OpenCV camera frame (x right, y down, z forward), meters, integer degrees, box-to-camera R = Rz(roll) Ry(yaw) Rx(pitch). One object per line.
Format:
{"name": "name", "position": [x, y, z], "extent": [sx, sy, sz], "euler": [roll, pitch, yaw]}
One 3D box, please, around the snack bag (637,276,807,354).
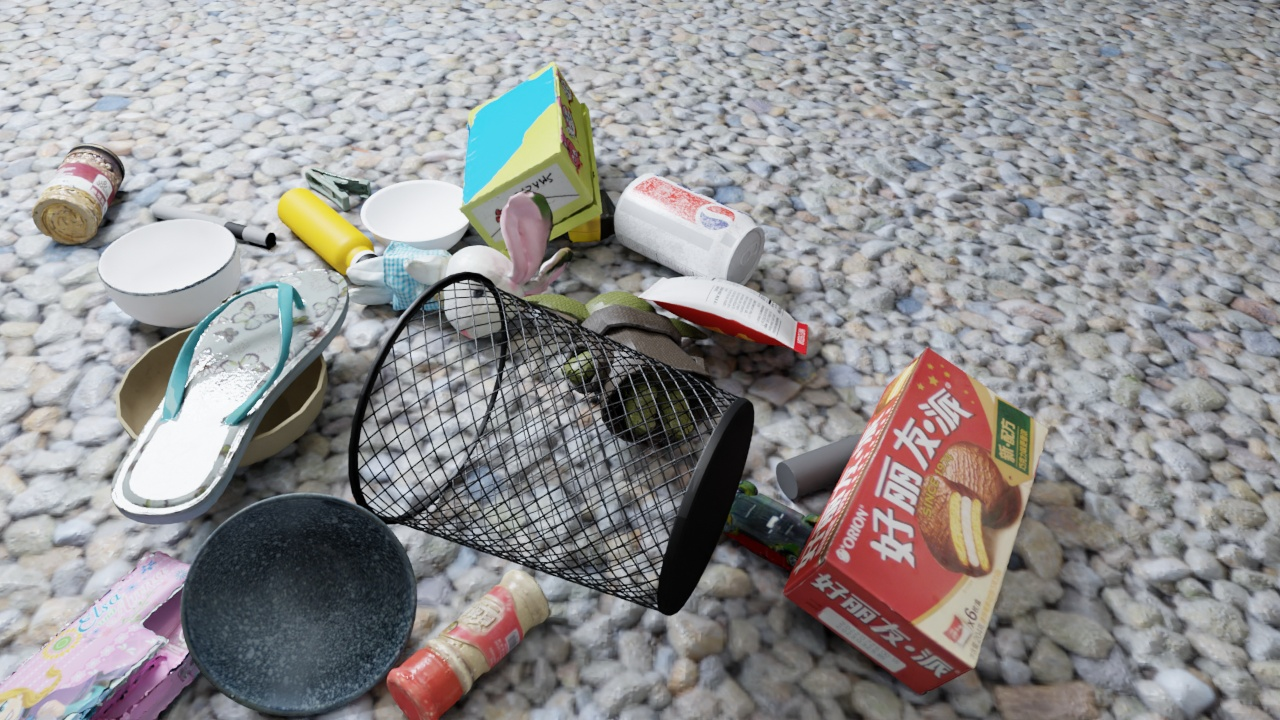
{"name": "snack bag", "position": [0.078, -0.045, 0.803], "extent": [0.144, 0.039, 0.130], "euler": [19, 15, 6]}

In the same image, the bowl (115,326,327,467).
{"name": "bowl", "position": [-0.322, 0.033, 0.721], "extent": [0.152, 0.051, 0.152], "euler": [2, 42, -2]}

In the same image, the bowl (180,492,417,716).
{"name": "bowl", "position": [-0.211, 0.148, 0.583], "extent": [0.137, 0.137, 0.057], "euler": [-8, 4, -12]}

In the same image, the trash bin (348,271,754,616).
{"name": "trash bin", "position": [-0.048, 0.060, 0.608], "extent": [0.210, 0.184, 0.183], "euler": [20, 45, 17]}

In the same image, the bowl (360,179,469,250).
{"name": "bowl", "position": [-0.220, -0.134, 0.919], "extent": [0.110, 0.041, 0.109], "euler": [1, 42, -2]}

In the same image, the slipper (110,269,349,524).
{"name": "slipper", "position": [-0.305, 0.001, 0.680], "extent": [0.098, 0.055, 0.268], "euler": [8, 44, 8]}

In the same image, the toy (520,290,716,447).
{"name": "toy", "position": [-0.005, 0.004, 0.750], "extent": [0.179, 0.078, 0.152], "euler": [10, 32, -30]}

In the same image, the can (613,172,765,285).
{"name": "can", "position": [0.046, -0.125, 0.897], "extent": [0.136, 0.078, 0.078], "euler": [29, 48, 26]}

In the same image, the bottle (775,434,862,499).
{"name": "bottle", "position": [0.162, 0.076, 0.717], "extent": [0.112, 0.030, 0.030], "euler": [-17, 46, -20]}

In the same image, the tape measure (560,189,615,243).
{"name": "tape measure", "position": [-0.057, -0.147, 0.945], "extent": [0.064, 0.037, 0.065], "euler": [-13, 42, -18]}

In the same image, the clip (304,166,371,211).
{"name": "clip", "position": [-0.331, -0.188, 0.987], "extent": [0.076, 0.023, 0.059], "euler": [23, 44, 18]}

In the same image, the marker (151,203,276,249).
{"name": "marker", "position": [-0.433, -0.137, 0.929], "extent": [0.140, 0.016, 0.016], "euler": [15, 44, 13]}

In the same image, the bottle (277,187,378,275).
{"name": "bottle", "position": [-0.301, -0.120, 0.897], "extent": [0.043, 0.043, 0.144], "euler": [-31, 52, -32]}

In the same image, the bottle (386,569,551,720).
{"name": "bottle", "position": [-0.106, 0.179, 0.580], "extent": [0.044, 0.044, 0.108], "euler": [30, 47, 26]}

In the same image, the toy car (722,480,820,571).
{"name": "toy car", "position": [0.093, 0.121, 0.659], "extent": [0.091, 0.036, 0.042], "euler": [27, 48, 23]}

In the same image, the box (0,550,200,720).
{"name": "box", "position": [-0.343, 0.207, 0.528], "extent": [0.085, 0.053, 0.229], "euler": [22, 46, 19]}

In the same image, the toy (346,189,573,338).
{"name": "toy", "position": [-0.168, -0.069, 0.818], "extent": [0.205, 0.131, 0.105], "euler": [-7, 63, 6]}

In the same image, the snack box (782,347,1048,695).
{"name": "snack box", "position": [0.201, 0.102, 0.647], "extent": [0.113, 0.060, 0.235], "euler": [36, 48, 5]}

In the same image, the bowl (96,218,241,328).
{"name": "bowl", "position": [-0.414, -0.071, 0.822], "extent": [0.113, 0.063, 0.113], "euler": [1, 43, -1]}

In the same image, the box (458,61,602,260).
{"name": "box", "position": [-0.113, -0.209, 0.945], "extent": [0.124, 0.081, 0.220], "euler": [-27, 36, 13]}

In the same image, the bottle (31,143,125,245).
{"name": "bottle", "position": [-0.565, -0.169, 0.926], "extent": [0.056, 0.056, 0.105], "euler": [-3, 43, -7]}
